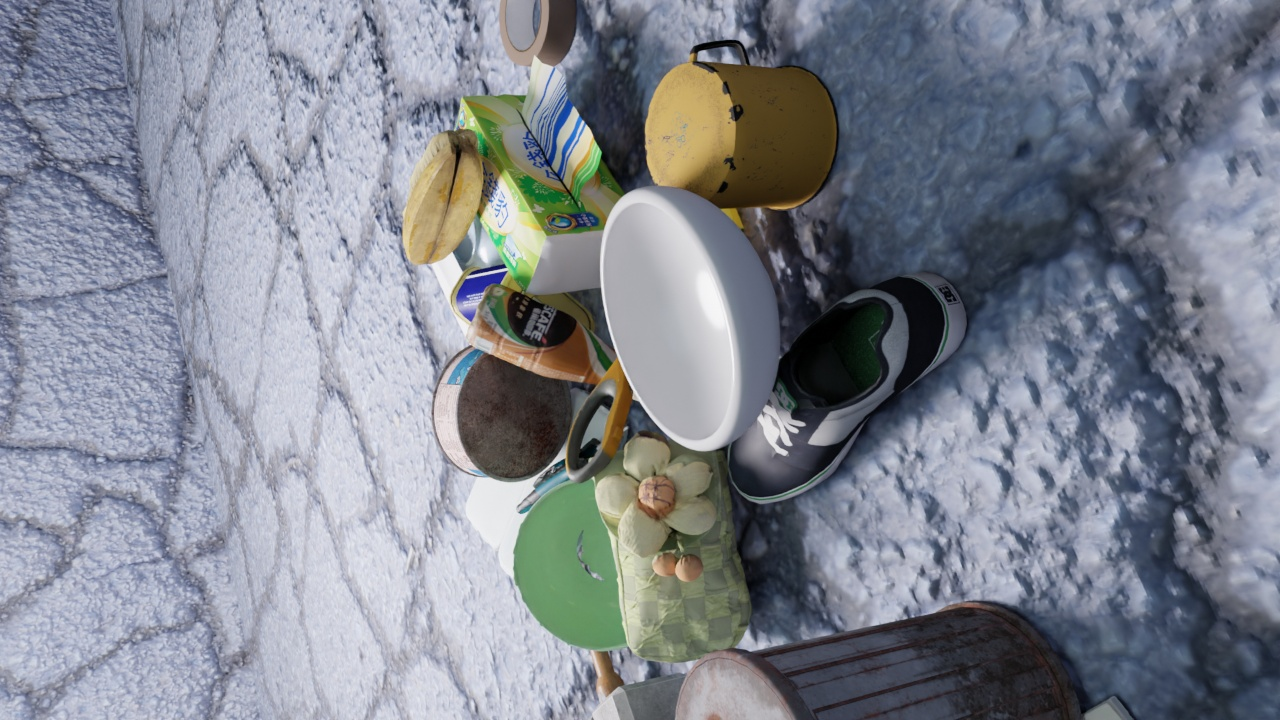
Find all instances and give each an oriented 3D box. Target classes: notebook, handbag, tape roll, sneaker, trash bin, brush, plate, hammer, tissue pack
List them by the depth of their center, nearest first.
[{"bbox_3d":[0.127,0.213,0.514,0.131,0.210,0.131,6,97,59],"label":"trash bin"},{"bbox_3d":[0.256,0.310,0.541,0.153,0.012,0.209,58,138,27],"label":"notebook"},{"bbox_3d":[0.111,0.028,0.621,0.084,0.078,0.236,62,140,23],"label":"sneaker"},{"bbox_3d":[0.027,0.145,0.718,0.117,0.113,0.186,52,-154,-84],"label":"handbag"},{"bbox_3d":[-0.080,-0.174,0.811,0.197,0.120,0.142,53,139,24],"label":"tissue pack"},{"bbox_3d":[-0.181,-0.142,0.825,0.196,0.059,0.043,135,129,-58],"label":"brush"},{"bbox_3d":[-0.099,-0.328,0.872,0.094,0.030,0.094,15,109,51],"label":"tape roll"},{"bbox_3d":[-0.047,0.266,0.900,0.163,0.082,0.317,-56,46,43],"label":"hammer"},{"bbox_3d":[-0.199,-0.070,0.999,0.188,0.016,0.189,59,167,23],"label":"plate"}]

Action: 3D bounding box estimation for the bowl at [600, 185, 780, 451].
[{"bbox_3d":[0.042,-0.032,0.610,0.176,0.066,0.177,44,143,46],"label":"bowl"}]

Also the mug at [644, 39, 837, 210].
[{"bbox_3d":[0.063,-0.165,0.633,0.101,0.094,0.123,-22,79,53],"label":"mug"}]

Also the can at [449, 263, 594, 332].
[{"bbox_3d":[-0.112,-0.045,0.886,0.092,0.116,0.056,-2,54,51],"label":"can"}]

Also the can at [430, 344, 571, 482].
[{"bbox_3d":[-0.127,0.046,0.854,0.044,0.129,0.130,2,99,46],"label":"can"}]

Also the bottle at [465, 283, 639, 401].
[{"bbox_3d":[-0.066,-0.010,0.799,0.059,0.167,0.059,-158,92,-84],"label":"bottle"}]

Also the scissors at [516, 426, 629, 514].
[{"bbox_3d":[-0.064,0.098,0.847,0.019,0.126,0.144,46,167,-11],"label":"scissors"}]

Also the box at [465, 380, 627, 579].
[{"bbox_3d":[-0.104,0.113,0.930,0.189,0.037,0.209,36,106,42],"label":"box"}]

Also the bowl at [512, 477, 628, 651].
[{"bbox_3d":[-0.033,0.175,0.820,0.077,0.151,0.151,14,-115,-84],"label":"bowl"}]

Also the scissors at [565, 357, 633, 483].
[{"bbox_3d":[-0.002,0.002,0.725,0.217,0.016,0.225,-45,44,9],"label":"scissors"}]

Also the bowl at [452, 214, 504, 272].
[{"bbox_3d":[-0.152,-0.134,0.948,0.151,0.074,0.151,15,110,51],"label":"bowl"}]

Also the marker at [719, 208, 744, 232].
[{"bbox_3d":[0.074,-0.084,0.698,0.021,0.017,0.123,-22,77,8],"label":"marker"}]
